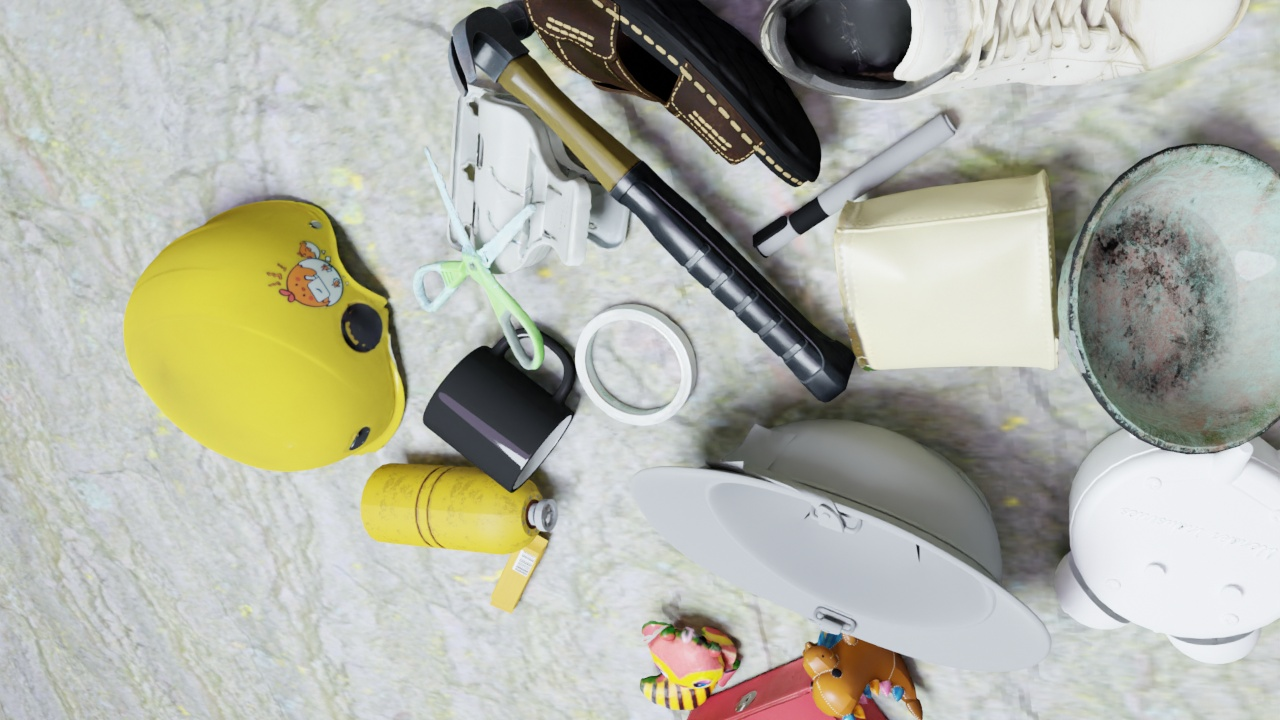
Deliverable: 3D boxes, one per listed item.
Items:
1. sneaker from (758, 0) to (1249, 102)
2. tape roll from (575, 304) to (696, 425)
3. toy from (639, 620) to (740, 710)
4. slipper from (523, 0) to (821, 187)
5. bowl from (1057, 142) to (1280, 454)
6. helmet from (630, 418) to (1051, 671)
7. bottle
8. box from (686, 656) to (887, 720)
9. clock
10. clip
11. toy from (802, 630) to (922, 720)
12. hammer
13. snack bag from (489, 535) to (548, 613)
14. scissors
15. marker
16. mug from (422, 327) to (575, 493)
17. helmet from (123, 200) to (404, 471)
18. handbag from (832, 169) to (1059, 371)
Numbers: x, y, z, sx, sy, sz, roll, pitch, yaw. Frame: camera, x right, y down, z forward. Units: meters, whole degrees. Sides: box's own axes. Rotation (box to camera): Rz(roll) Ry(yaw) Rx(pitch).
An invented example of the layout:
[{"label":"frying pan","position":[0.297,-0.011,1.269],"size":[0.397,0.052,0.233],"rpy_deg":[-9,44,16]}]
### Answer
[{"label":"sneaker","position":[0.174,-0.180,0.467],"size":[0.242,0.102,0.089],"rpy_deg":[1,112,23]},{"label":"tape roll","position":[-0.004,0.004,0.679],"size":[0.093,0.013,0.093],"rpy_deg":[10,116,21]},{"label":"toy","position":[0.037,0.247,0.747],"size":[0.084,0.046,0.104],"rpy_deg":[11,128,-5]},{"label":"slipper","position":[-0.003,-0.188,0.541],"size":[0.268,0.112,0.076],"rpy_deg":[41,122,-2]},{"label":"bowl","position":[0.282,-0.031,0.482],"size":[0.157,0.038,0.157],"rpy_deg":[0,92,-12]},{"label":"helmet","position":[0.137,0.092,0.600],"size":[0.271,0.117,0.183],"rpy_deg":[18,149,23]},{"label":"bottle","position":[-0.144,0.122,0.759],"size":[0.164,0.070,0.071],"rpy_deg":[0,111,26]},{"label":"box","position":[0.112,0.326,0.709],"size":[0.157,0.153,0.168],"rpy_deg":[-37,63,30]},{"label":"clock","position":[0.321,0.104,0.539],"size":[0.125,0.072,0.161],"rpy_deg":[15,117,18]},{"label":"clip","position":[-0.080,-0.117,0.640],"size":[0.143,0.072,0.125],"rpy_deg":[24,122,25]},{"label":"toy","position":[0.161,0.233,0.656],"size":[0.103,0.090,0.071],"rpy_deg":[48,124,4]},{"label":"hammer","position":[0.010,-0.098,0.583],"size":[0.333,0.117,0.025],"rpy_deg":[44,124,-4]},{"label":"snack bag","position":[-0.106,0.183,0.798],"size":[0.026,0.020,0.099],"rpy_deg":[27,121,2]},{"label":"scissors","position":[-0.118,-0.067,0.645],"size":[0.174,0.022,0.171],"rpy_deg":[-4,114,48]},{"label":"marker","position":[0.130,-0.107,0.569],"size":[0.141,0.016,0.016],"rpy_deg":[-32,96,31]},{"label":"mug","position":[-0.099,0.030,0.704],"size":[0.088,0.078,0.113],"rpy_deg":[37,95,6]},{"label":"helmet","position":[-0.317,0.002,0.746],"size":[0.210,0.139,0.240],"rpy_deg":[-23,101,30]},{"label":"handbag","position":[0.179,-0.047,0.539],"size":[0.119,0.081,0.111],"rpy_deg":[-4,117,24]}]
